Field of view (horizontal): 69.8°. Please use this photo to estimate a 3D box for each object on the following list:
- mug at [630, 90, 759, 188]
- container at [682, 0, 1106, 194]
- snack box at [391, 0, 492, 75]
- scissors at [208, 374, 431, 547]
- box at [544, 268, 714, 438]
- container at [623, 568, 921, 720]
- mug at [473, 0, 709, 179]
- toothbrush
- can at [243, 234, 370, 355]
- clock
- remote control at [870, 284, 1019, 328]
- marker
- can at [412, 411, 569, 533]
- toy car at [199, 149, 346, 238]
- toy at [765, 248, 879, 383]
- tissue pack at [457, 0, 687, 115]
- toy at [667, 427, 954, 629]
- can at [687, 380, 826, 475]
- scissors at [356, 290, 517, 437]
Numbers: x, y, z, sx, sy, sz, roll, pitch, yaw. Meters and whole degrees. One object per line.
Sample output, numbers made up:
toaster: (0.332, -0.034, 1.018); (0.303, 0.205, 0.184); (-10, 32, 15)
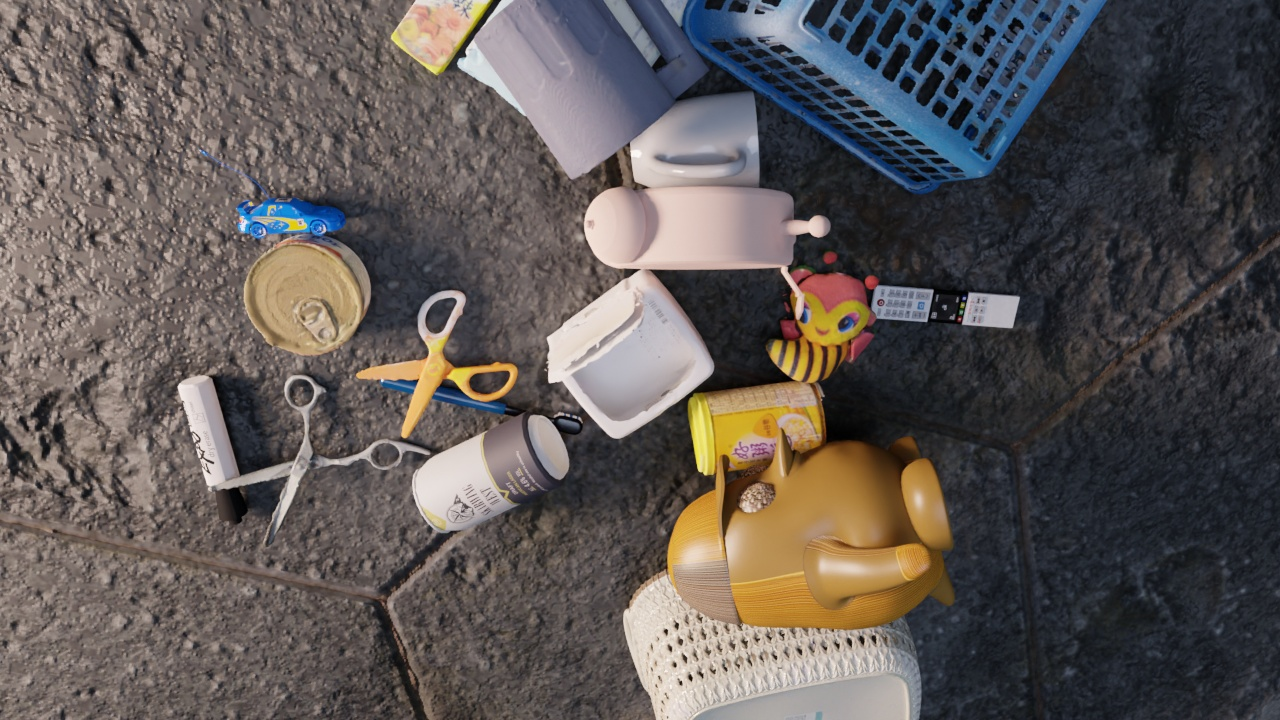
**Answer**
mug: (0.038, -0.147, 0.654); (0.089, 0.107, 0.071); (-4, 117, 5)
container: (0.225, -0.306, 0.593); (0.257, 0.089, 0.363); (24, 106, -28)
snack box: (-0.114, -0.271, 0.637); (0.040, 0.029, 0.148); (36, 102, -16)
scissors: (-0.257, 0.082, 0.742); (0.173, 0.014, 0.141); (2, 96, -14)
box: (-0.011, -0.003, 0.683); (0.109, 0.136, 0.126); (-36, 109, 4)
container: (0.116, 0.259, 0.780); (0.246, 0.142, 0.185); (-12, 123, -1)
mug: (-0.027, -0.193, 0.578); (0.123, 0.084, 0.104); (-44, 107, -19)
toothbrush: (-0.128, 0.035, 0.749); (0.167, 0.014, 0.014); (15, 107, -9)
can: (-0.249, -0.050, 0.692); (0.086, 0.043, 0.086); (-1, 109, -5)
clock: (0.041, -0.082, 0.656); (0.160, 0.131, 0.086); (7, 94, -2)
remote control: (0.250, -0.045, 0.757); (0.124, 0.011, 0.028); (4, 108, -7)
marker: (-0.341, 0.074, 0.736); (0.025, 0.025, 0.126); (-8, 109, -3)
can: (-0.124, 0.093, 0.736); (0.127, 0.064, 0.064); (-26, 109, 13)
toy car: (-0.267, -0.124, 0.668); (0.092, 0.033, 0.062); (-3, 116, -4)
toy: (0.146, -0.031, 0.734); (0.084, 0.046, 0.103); (30, 94, -8)
tissue pack: (-0.030, -0.245, 0.634); (0.112, 0.070, 0.182); (35, 100, -15)
toy: (0.119, 0.128, 0.691); (0.203, 0.198, 0.162); (-13, 97, 9)
can: (0.095, 0.054, 0.747); (0.105, 0.067, 0.068); (-7, 109, -4)
scissors: (-0.161, 0.000, 0.726); (0.125, 0.011, 0.127); (-5, 98, -7)
